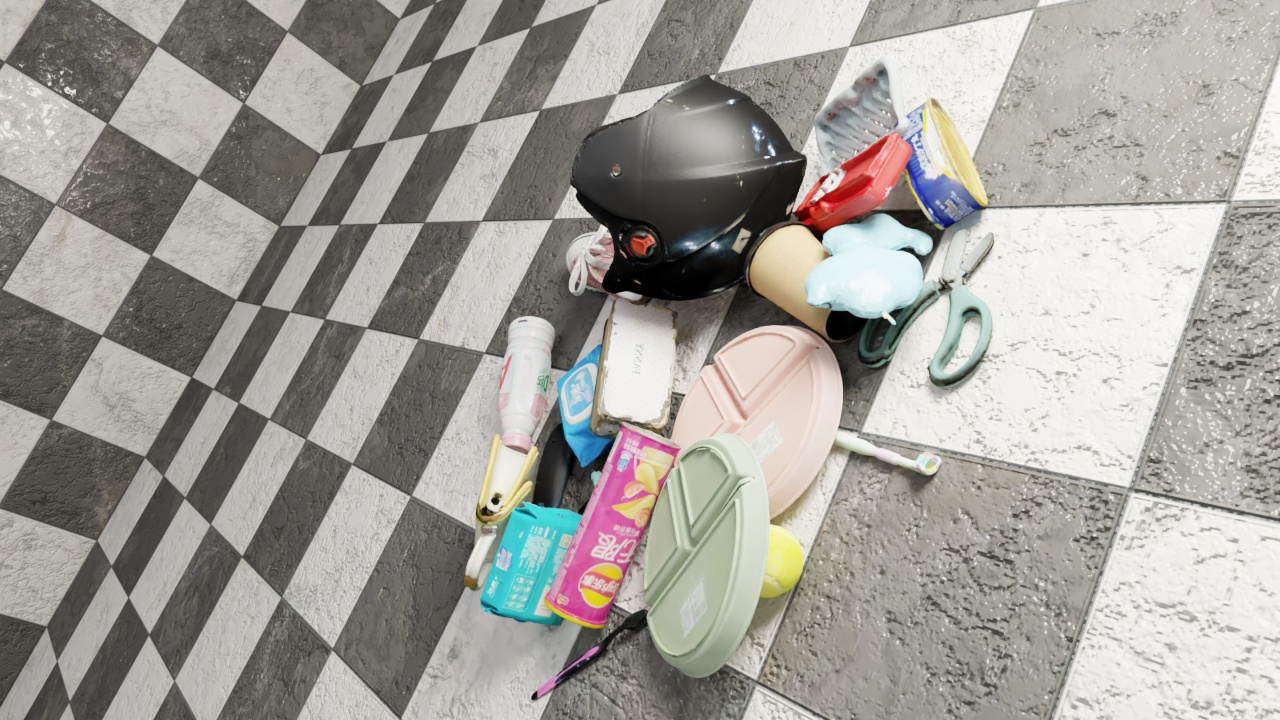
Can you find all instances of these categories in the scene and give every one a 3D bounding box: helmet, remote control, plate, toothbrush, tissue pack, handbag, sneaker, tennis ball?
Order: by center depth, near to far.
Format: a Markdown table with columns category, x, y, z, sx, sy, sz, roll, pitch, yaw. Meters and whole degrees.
| category | x | y | z | sx | sy | sz | roll | pitch | yaw |
| --- | --- | --- | --- | --- | --- | --- | --- | --- | --- |
| tennis ball | 0.116 | 0.183 | 0.838 | 0.066 | 0.065 | 0.065 | -29 | 44 | 32 |
| toothbrush | 0.199 | 0.075 | 0.866 | 0.190 | 0.029 | 0.020 | 17 | 117 | 55 |
| plate | 0.054 | 0.179 | 0.869 | 0.230 | 0.027 | 0.230 | -167 | 91 | -71 |
| plate | 0.110 | 0.064 | 0.951 | 0.230 | 0.028 | 0.229 | -34 | 42 | 36 |
| toothbrush | -0.054 | 0.317 | 0.979 | 0.190 | 0.017 | 0.014 | -43 | 37 | 24 |
| tissue pack | -0.116 | 0.229 | 1.034 | 0.050 | 0.093 | 0.133 | 17 | 84 | 52 |
| helmet | 0.058 | -0.183 | 1.054 | 0.230 | 0.232 | 0.275 | 24 | 115 | 15 |
| handbag | -0.169 | 0.197 | 1.093 | 0.164 | 0.063 | 0.178 | 106 | 178 | -56 |
| tissue pack | -0.057 | 0.052 | 1.148 | 0.095 | 0.052 | 0.157 | -40 | 39 | 21 |
| remote control | -0.110 | 0.133 | 1.172 | 0.053 | 0.024 | 0.136 | -17 | 51 | 43 |
| sneaker | -0.049 | -0.134 | 1.253 | 0.118 | 0.088 | 0.241 | -55 | 37 | 2 |

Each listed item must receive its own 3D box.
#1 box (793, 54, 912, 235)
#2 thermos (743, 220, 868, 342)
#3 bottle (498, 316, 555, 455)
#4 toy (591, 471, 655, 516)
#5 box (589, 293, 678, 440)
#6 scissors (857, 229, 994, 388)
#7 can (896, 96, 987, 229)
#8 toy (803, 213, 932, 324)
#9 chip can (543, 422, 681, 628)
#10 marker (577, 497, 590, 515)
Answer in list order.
| category | x | y | z | sx | sy | sz | roll | pitch | yaw |
| --- | --- | --- | --- | --- | --- | --- | --- | --- | --- |
| box | 0.221 | -0.214 | 0.961 | 0.201 | 0.063 | 0.160 | 166 | 116 | -79 |
| thermos | 0.175 | -0.082 | 0.960 | 0.093 | 0.093 | 0.143 | -50 | 44 | 9 |
| bottle | -0.162 | 0.036 | 1.273 | 0.068 | 0.068 | 0.196 | -22 | 51 | 38 |
| toy | -0.024 | 0.157 | 1.046 | 0.092 | 0.030 | 0.096 | -39 | 52 | 21 |
| box | -0.006 | 0.006 | 1.084 | 0.063 | 0.090 | 0.183 | 111 | 171 | -55 |
| scissors | 0.271 | -0.051 | 0.879 | 0.172 | 0.019 | 0.176 | -9 | 58 | 46 |
| can | 0.296 | -0.198 | 0.916 | 0.049 | 0.074 | 0.148 | -33 | 43 | 32 |
| toy | 0.219 | -0.088 | 0.876 | 0.161 | 0.050 | 0.156 | -14 | 38 | -13 |
| chip can | -0.029 | 0.175 | 0.981 | 0.071 | 0.071 | 0.210 | 24 | 90 | 54 |
| marker | -0.032 | 0.146 | 1.081 | 0.124 | 0.015 | 0.018 | -45 | 40 | 20 |
